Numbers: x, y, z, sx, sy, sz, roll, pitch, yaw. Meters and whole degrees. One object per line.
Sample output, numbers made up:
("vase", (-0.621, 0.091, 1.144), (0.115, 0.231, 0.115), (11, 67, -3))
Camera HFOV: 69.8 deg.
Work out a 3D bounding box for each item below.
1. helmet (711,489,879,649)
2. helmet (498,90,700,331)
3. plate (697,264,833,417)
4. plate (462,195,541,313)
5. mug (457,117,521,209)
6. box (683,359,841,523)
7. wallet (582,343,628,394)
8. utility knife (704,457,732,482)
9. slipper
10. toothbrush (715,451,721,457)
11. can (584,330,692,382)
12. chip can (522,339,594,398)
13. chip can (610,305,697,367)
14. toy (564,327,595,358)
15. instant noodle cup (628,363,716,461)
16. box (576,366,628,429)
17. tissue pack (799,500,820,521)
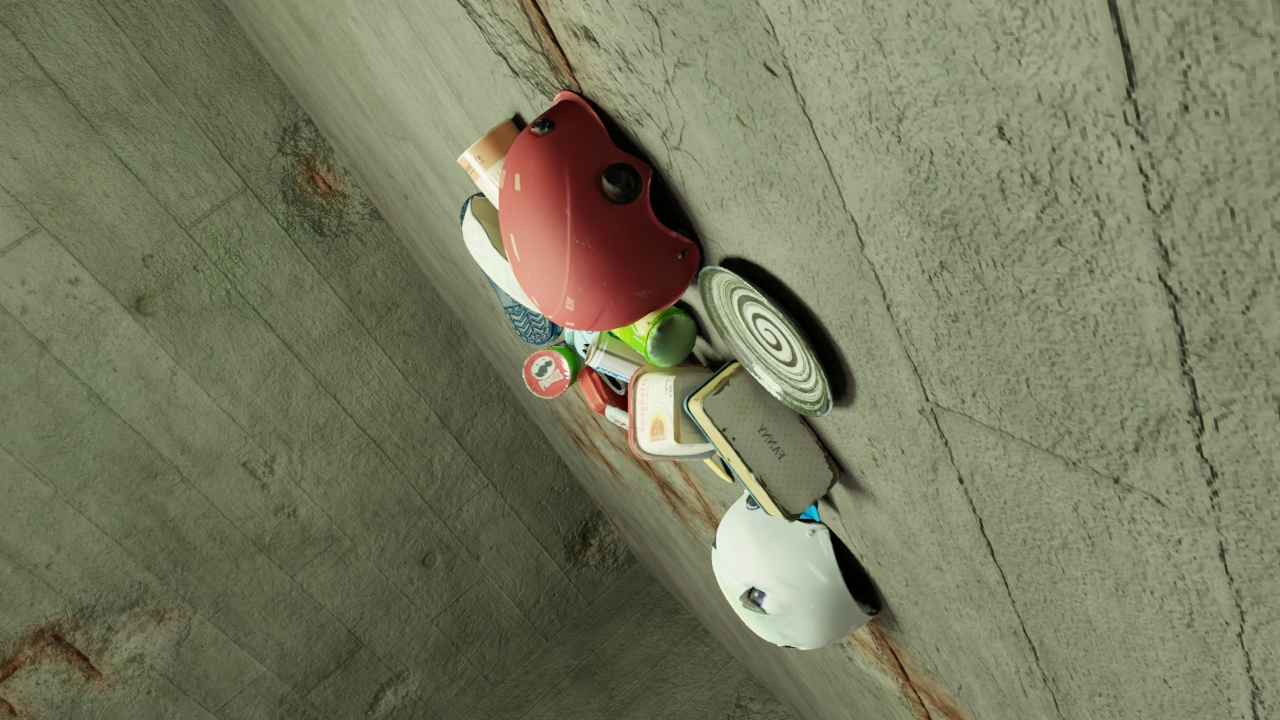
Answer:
("helmet", (0.186, 0.301, 1.270), (0.259, 0.145, 0.229), (31, 157, 57))
("helmet", (-0.068, -0.129, 0.913), (0.240, 0.143, 0.207), (58, 161, -13))
("plate", (0.121, -0.021, 0.859), (0.179, 0.024, 0.180), (49, 167, 14))
("plate", (-0.160, -0.138, 1.244), (0.205, 0.046, 0.204), (42, -163, -16))
("mug", (-0.158, -0.223, 1.113), (0.106, 0.081, 0.114), (51, 170, -11))
("box", (0.126, 0.080, 0.980), (0.184, 0.089, 0.062), (54, 168, -4))
("wallet", (-0.007, 0.007, 1.217), (0.096, 0.122, 0.020), (47, 124, 31))
("utility knife", (0.103, 0.152, 1.380), (0.031, 0.018, 0.167), (34, 167, 44))
("slipper", (-0.179, -0.146, 1.402), (0.095, 0.105, 0.253), (-26, -90, -61))
("toothbrush", (0.087, 0.114, 1.382), (0.016, 0.016, 0.190), (55, 168, -23))
("can", (0.001, 0.006, 1.145), (0.134, 0.053, 0.053), (22, 172, -11))
("chip can", (-0.114, 0.004, 1.423), (0.072, 0.072, 0.235), (51, -167, 0))
("chip can", (-0.020, -0.065, 1.105), (0.221, 0.072, 0.072), (37, 162, 46))
("toy", (-0.070, -0.053, 1.302), (0.162, 0.049, 0.156), (-53, 45, 47))
("instant noodle cup", (0.054, 0.059, 1.059), (0.124, 0.116, 0.116), (167, 103, -73))
("box", (-0.006, 0.086, 1.376), (0.161, 0.059, 0.201), (44, -175, 29))
("tissue pack", (0.153, 0.131, 1.114), (0.157, 0.052, 0.095), (38, 163, 45))
